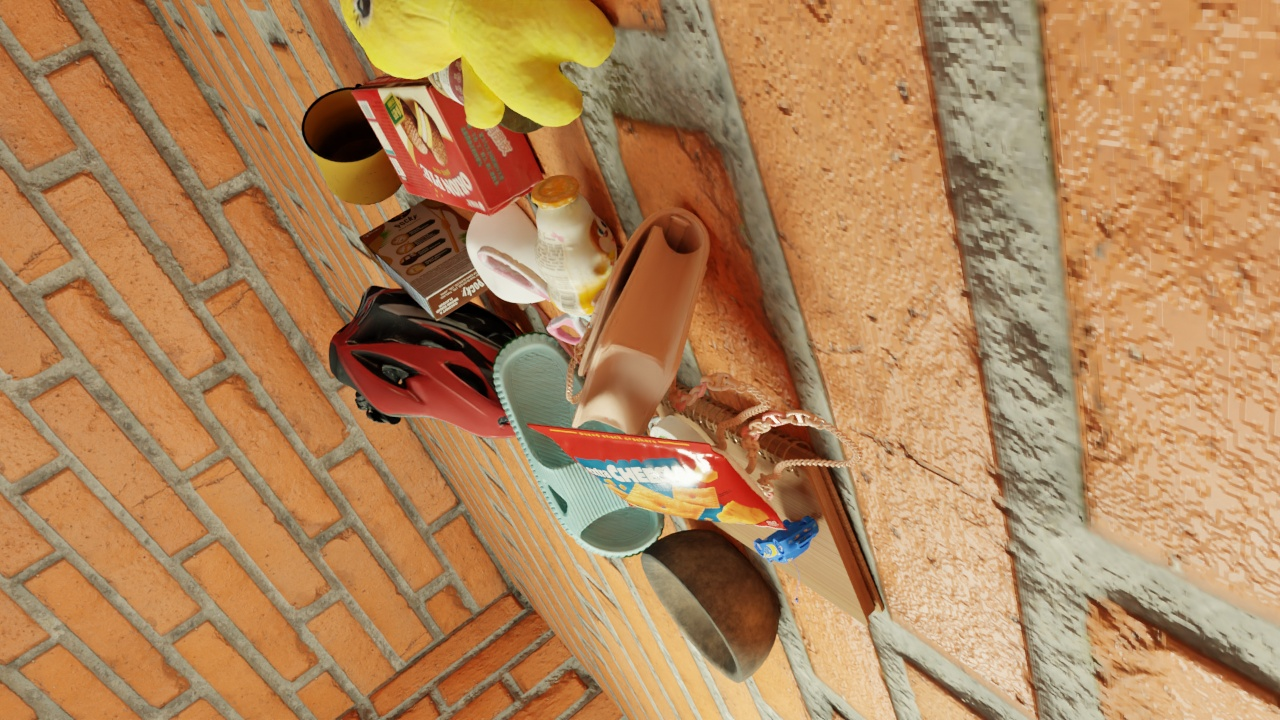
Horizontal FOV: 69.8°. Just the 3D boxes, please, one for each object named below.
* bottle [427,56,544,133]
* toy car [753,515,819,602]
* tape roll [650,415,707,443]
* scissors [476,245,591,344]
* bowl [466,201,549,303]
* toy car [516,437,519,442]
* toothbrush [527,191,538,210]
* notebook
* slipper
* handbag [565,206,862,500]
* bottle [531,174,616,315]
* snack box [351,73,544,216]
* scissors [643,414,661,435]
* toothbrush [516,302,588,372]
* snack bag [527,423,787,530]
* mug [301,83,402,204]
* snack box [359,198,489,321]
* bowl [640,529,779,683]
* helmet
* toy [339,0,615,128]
[{"bbox_3d":[-0.105,-0.201,0.646,0.105,0.056,0.056,37,154,44],"label":"bottle"},{"bbox_3d":[0.114,0.149,0.665,0.062,0.033,0.092,58,163,5],"label":"toy car"},{"bbox_3d":[0.044,0.089,0.764,0.094,0.018,0.094,47,161,21],"label":"tape roll"},{"bbox_3d":[-0.078,-0.053,0.820,0.175,0.013,0.171,37,165,-12],"label":"scissors"},{"bbox_3d":[-0.132,-0.100,0.893,0.114,0.050,0.115,47,160,23],"label":"bowl"},{"bbox_3d":[-0.094,0.075,1.039,0.040,0.092,0.037,58,168,-6],"label":"toy car"},{"bbox_3d":[-0.043,-0.081,0.770,0.167,0.012,0.013,53,154,7],"label":"toothbrush"},{"bbox_3d":[0.092,0.104,0.737,0.210,0.022,0.169,25,146,57],"label":"notebook"},{"bbox_3d":[-0.069,0.096,0.987,0.276,0.116,0.069,61,180,-5],"label":"slipper"},{"bbox_3d":[0.049,0.006,0.632,0.187,0.116,0.199,22,154,-1],"label":"handbag"},{"bbox_3d":[-0.051,-0.087,0.698,0.063,0.063,0.109,39,155,41],"label":"bottle"},{"bbox_3d":[-0.177,-0.202,0.815,0.236,0.060,0.113,25,145,57],"label":"snack box"},{"bbox_3d":[0.019,0.097,0.920,0.121,0.014,0.160,20,139,60],"label":"scissors"},{"bbox_3d":[-0.084,-0.019,0.976,0.184,0.015,0.015,47,167,19],"label":"toothbrush"},{"bbox_3d":[0.016,0.076,0.609,0.131,0.039,0.144,3,153,32],"label":"snack bag"},{"bbox_3d":[-0.323,-0.252,1.054,0.094,0.100,0.123,97,172,-67],"label":"mug"},{"bbox_3d":[-0.231,-0.119,1.027,0.186,0.101,0.032,37,154,44],"label":"snack box"},{"bbox_3d":[0.076,0.241,0.935,0.162,0.070,0.162,47,160,23],"label":"bowl"},{"bbox_3d":[-0.226,0.010,1.085,0.271,0.167,0.217,21,-177,-35],"label":"helmet"},{"bbox_3d":[-0.107,-0.223,0.558,0.207,0.092,0.134,41,115,20],"label":"toy"}]
